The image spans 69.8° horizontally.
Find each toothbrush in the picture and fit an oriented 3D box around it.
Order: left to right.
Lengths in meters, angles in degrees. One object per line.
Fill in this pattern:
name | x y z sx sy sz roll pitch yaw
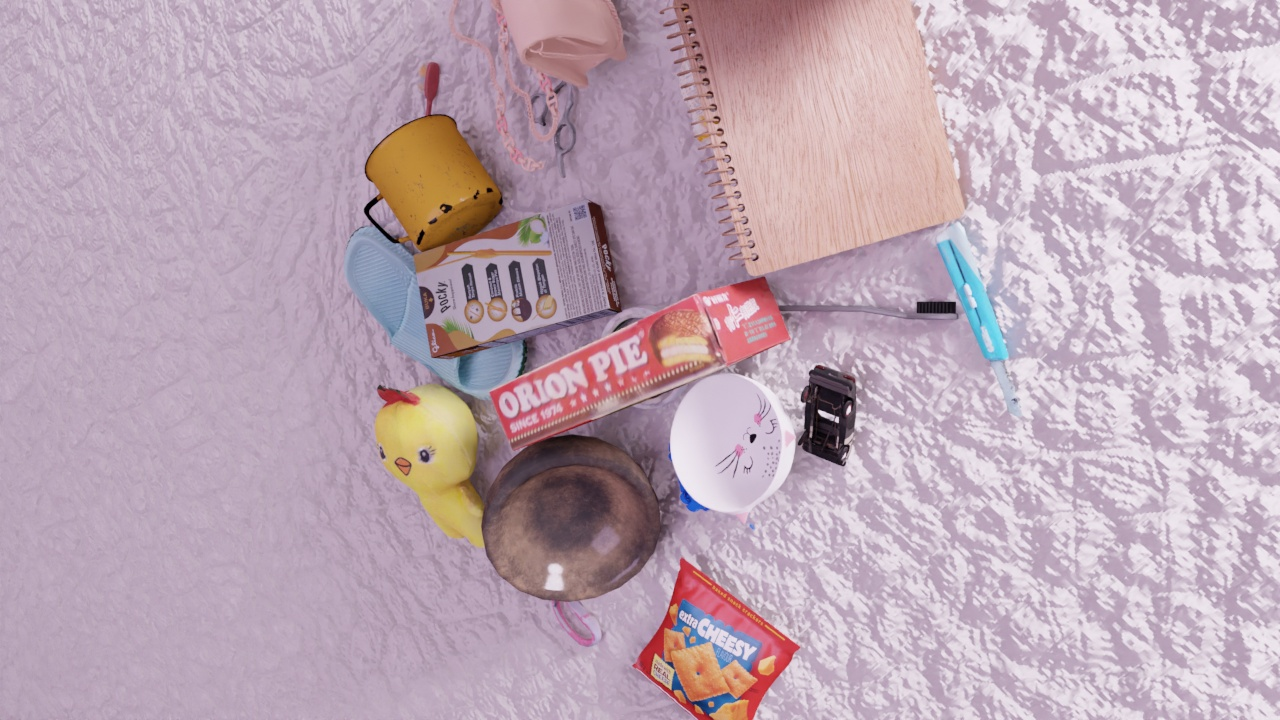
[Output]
toothbrush | -0.226 -0.213 0.943 0.016 0.015 0.185 26 117 30
toothbrush | 0.163 -0.040 0.719 0.168 0.012 0.013 3 95 34

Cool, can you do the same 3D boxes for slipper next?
slipper | -0.233 -0.049 0.958 0.276 0.069 0.116 36 123 23

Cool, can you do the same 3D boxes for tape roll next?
tape roll | 0.004 -0.003 0.835 0.094 0.018 0.094 9 107 32

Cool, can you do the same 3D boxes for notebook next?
notebook | 0.122 -0.181 0.663 0.169 0.022 0.210 -15 93 9

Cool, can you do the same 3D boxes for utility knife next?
utility knife | 0.249 -0.028 0.663 0.022 0.015 0.149 -22 92 40

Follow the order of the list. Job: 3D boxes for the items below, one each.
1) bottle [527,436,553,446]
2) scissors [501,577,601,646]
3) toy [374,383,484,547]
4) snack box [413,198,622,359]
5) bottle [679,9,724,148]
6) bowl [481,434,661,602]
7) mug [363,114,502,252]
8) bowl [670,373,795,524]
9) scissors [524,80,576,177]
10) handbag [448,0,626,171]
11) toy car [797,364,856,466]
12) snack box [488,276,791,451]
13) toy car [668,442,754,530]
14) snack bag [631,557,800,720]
bottle | -0.110 0.129 0.920 0.056 0.056 0.105 45 118 17
scissors | -0.086 0.212 0.958 0.170 0.013 0.175 47 125 20
toy | -0.214 0.109 0.976 0.134 0.092 0.208 4 114 40
snack box | -0.116 -0.072 0.850 0.186 0.031 0.101 -14 83 20
bottle | 0.060 -0.223 0.712 0.063 0.063 0.109 -14 93 36
bowl | -0.065 0.138 0.851 0.162 0.070 0.162 -4 116 -7
mug | -0.205 -0.159 0.882 0.124 0.100 0.094 -35 82 6
bowl | 0.085 0.069 0.769 0.115 0.050 0.114 -5 83 42
scissors | -0.057 -0.250 0.813 0.160 0.014 0.120 -43 66 36
handbag | -0.118 -0.279 0.771 0.188 0.116 0.198 -24 81 33
toy car | 0.151 0.042 0.727 0.040 0.037 0.092 22 139 27
snack box | -0.005 0.004 0.761 0.237 0.113 0.060 -23 88 37
toy car | 0.066 0.109 0.827 0.033 0.061 0.092 -46 46 36
snack bag | 0.066 0.273 0.851 0.131 0.039 0.144 34 119 23
